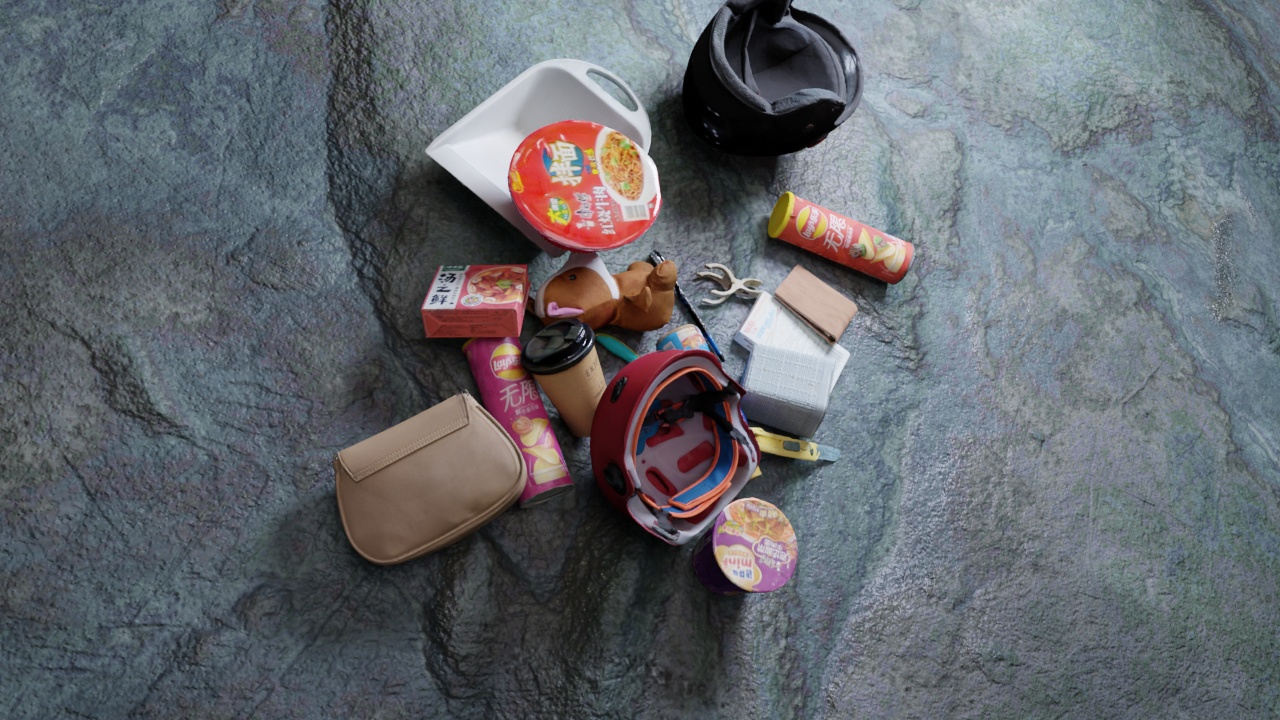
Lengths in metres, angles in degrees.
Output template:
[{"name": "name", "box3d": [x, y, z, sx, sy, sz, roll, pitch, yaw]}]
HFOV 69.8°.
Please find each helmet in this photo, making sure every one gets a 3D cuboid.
[{"name": "helmet", "box3d": [0.195, -0.420, 1.369, 0.274, 0.231, 0.233, -10, 79, -35]}, {"name": "helmet", "box3d": [0.019, 0.087, 1.087, 0.206, 0.144, 0.240, -41, 126, -31]}]

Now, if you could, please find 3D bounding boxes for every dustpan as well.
[{"name": "dustpan", "box3d": [-0.109, -0.295, 1.224, 0.222, 0.143, 0.257, 39, 34, 1]}]

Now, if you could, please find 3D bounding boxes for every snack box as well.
[{"name": "snack box", "box3d": [0.216, -0.020, 1.305, 0.157, 0.027, 0.084, 35, 60, -2]}, {"name": "snack box", "box3d": [-0.197, -0.080, 1.119, 0.113, 0.044, 0.126, -1, 36, 2]}]

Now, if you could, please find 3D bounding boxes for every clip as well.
[{"name": "clip", "box3d": [0.123, -0.117, 1.313, 0.103, 0.035, 0.092, -23, 77, -32]}]

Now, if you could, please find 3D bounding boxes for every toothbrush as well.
[{"name": "toothbrush", "box3d": [0.065, -0.076, 1.283, 0.016, 0.014, 0.189, -26, 78, -27]}]

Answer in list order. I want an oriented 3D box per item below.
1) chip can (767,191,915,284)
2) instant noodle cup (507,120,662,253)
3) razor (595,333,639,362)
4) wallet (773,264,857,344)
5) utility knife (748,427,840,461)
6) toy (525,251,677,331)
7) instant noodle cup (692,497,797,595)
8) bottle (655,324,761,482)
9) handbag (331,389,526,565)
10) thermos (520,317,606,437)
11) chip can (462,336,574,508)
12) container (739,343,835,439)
[{"name": "chip can", "box3d": [0.303, -0.182, 1.388, 0.216, 0.073, 0.073, 21, 61, -11]}, {"name": "instant noodle cup", "box3d": [-0.073, -0.205, 1.152, 0.193, 0.066, 0.193, 5, 63, -11]}, {"name": "razor", "box3d": [-0.007, 0.007, 1.209, 0.132, 0.043, 0.028, 41, 40, 8]}, {"name": "wallet", "box3d": [0.256, -0.084, 1.338, 0.115, 0.020, 0.101, 39, 42, 6]}, {"name": "utility knife", "box3d": [0.201, 0.114, 1.215, 0.196, 0.020, 0.031, 16, 75, -42]}, {"name": "toy", "box3d": [-0.051, -0.088, 1.186, 0.199, 0.140, 0.130, -14, 98, -21]}, {"name": "instant noodle cup", "box3d": [0.120, 0.234, 1.109, 0.111, 0.099, 0.111, 8, 63, -16]}, {"name": "bottle", "box3d": [0.095, 0.058, 1.201, 0.065, 0.065, 0.218, -21, 75, -27]}, {"name": "handbag", "box3d": [-0.233, 0.133, 1.019, 0.204, 0.100, 0.147, -27, 82, -11]}, {"name": "thermos", "box3d": [-0.082, 0.022, 1.107, 0.092, 0.093, 0.143, -47, 131, -31]}, {"name": "chip can", "box3d": [-0.148, 0.067, 1.103, 0.071, 0.072, 0.210, -15, 72, -26]}, {"name": "container", "box3d": [0.190, 0.038, 1.225, 0.111, 0.090, 0.089, 16, 61, 4]}]
